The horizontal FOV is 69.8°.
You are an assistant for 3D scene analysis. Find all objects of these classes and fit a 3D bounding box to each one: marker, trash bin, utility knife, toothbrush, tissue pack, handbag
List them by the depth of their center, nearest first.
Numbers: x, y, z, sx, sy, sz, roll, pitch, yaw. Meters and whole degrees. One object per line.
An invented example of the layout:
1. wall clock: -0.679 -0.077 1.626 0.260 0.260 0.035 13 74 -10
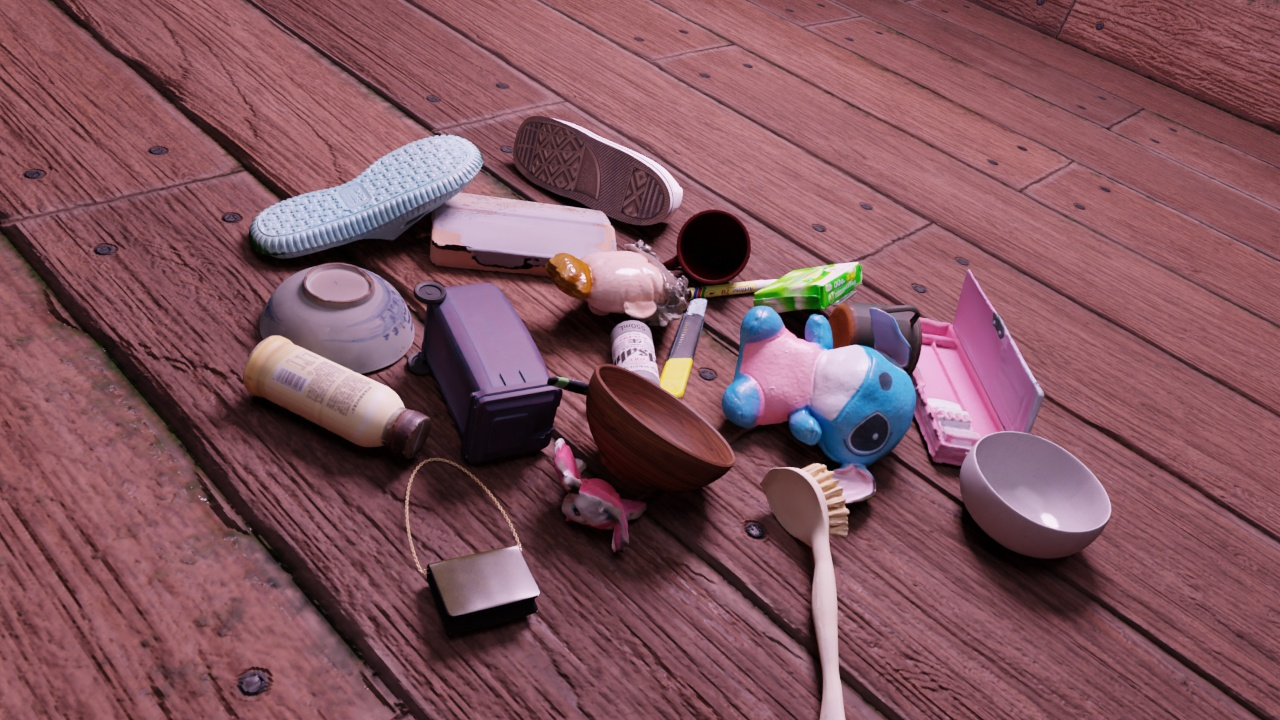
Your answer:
1. handbag: -0.145 0.139 0.737 0.084 0.027 0.178 -8 38 -27
2. toothbrush: -0.051 0.026 0.826 0.017 0.014 0.188 41 4 13
3. trash bin: -0.145 0.010 0.837 0.092 0.094 0.160 -9 47 -29
4. utility knife: 0.049 -0.017 0.995 0.029 0.020 0.197 19 39 2
5. tissue pack: 0.200 -0.085 1.086 0.100 0.034 0.113 -3 19 41
6. marker: 0.115 -0.087 1.110 0.132 0.014 0.014 -8 44 -28

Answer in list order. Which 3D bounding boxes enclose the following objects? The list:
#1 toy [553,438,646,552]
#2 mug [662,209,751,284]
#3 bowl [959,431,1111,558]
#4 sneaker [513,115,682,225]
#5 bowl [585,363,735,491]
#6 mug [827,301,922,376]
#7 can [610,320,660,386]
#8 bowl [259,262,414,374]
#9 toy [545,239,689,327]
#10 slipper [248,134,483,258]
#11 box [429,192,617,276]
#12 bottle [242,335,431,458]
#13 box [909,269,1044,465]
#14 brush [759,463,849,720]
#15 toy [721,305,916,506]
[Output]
1. toy: -0.046 0.115 0.777 0.102 0.050 0.065 48 18 -5
2. mug: 0.078 -0.130 1.110 0.114 0.087 0.088 -19 0 9
3. bowl: 0.369 0.135 0.879 0.132 0.064 0.131 10 38 -8
4. sneaker: -0.050 -0.252 1.212 0.245 0.091 0.097 24 19 18
5. bowl: 0.004 0.073 0.813 0.147 0.069 0.147 33 12 -8
6. mug: 0.259 -0.029 1.010 0.081 0.111 0.084 5 58 -11
7. can: -0.006 0.005 0.929 0.044 0.044 0.106 6 39 -12
8. bowl: -0.293 -0.054 0.892 0.150 0.057 0.150 9 38 -8
9. toy: -0.025 -0.080 0.990 0.175 0.076 0.132 6 28 -34
10. slipper: -0.297 -0.171 1.027 0.275 0.070 0.116 -28 46 -20
11. box: -0.140 -0.156 1.090 0.216 0.063 0.157 5 28 -13
12. bottle: -0.260 0.034 0.794 0.162 0.057 0.056 24 38 10
13. box: 0.350 -0.002 1.003 0.099 0.115 0.232 8 38 -8
14. brush: 0.146 0.192 0.747 0.077 0.062 0.271 6 42 -5
15. toy: 0.177 0.040 0.913 0.191 0.099 0.223 17 65 5
